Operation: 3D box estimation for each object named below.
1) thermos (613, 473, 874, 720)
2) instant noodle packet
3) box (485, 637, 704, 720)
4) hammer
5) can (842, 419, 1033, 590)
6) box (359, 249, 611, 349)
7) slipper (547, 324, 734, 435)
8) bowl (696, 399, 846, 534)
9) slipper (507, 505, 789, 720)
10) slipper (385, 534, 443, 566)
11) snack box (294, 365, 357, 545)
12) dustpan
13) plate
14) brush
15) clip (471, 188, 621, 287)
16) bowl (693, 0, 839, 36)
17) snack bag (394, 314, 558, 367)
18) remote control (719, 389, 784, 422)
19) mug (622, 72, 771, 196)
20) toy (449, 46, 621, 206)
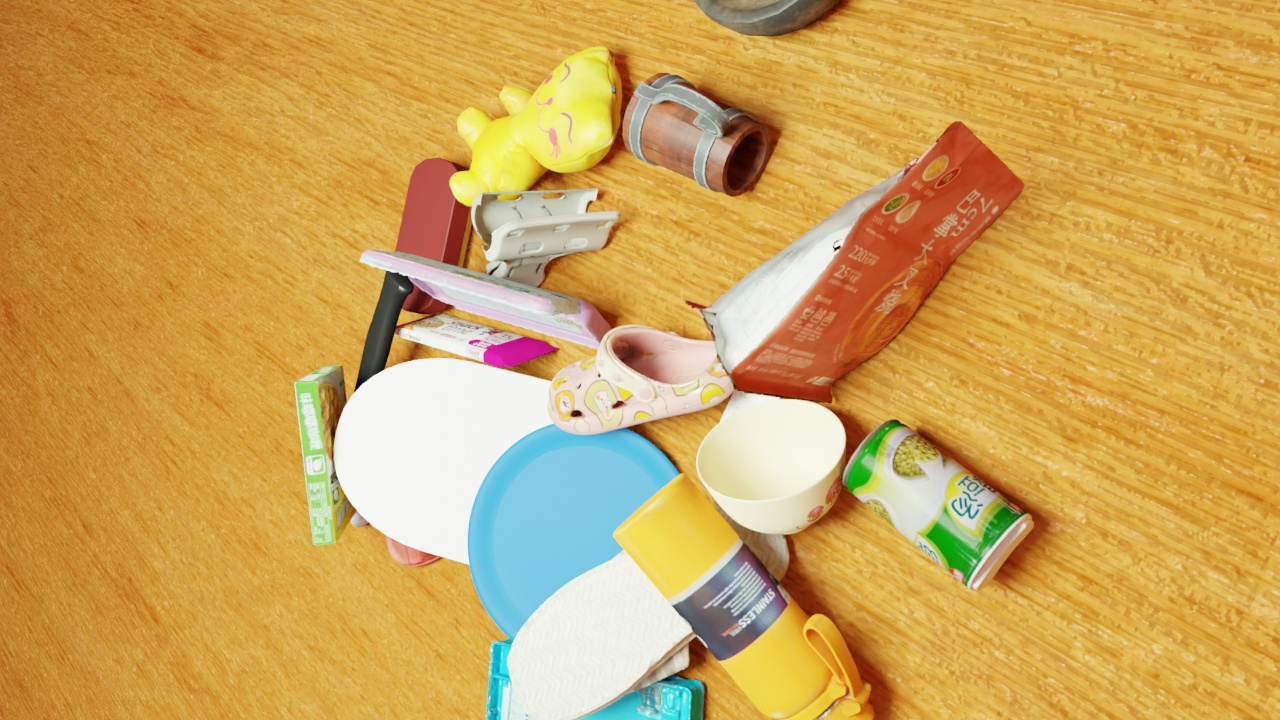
[{"bbox_3d":[0.083,0.197,0.702,0.232,0.076,0.092,50,159,5],"label":"thermos"},{"bbox_3d":[0.167,-0.067,0.660,0.221,0.164,0.084,-41,61,26],"label":"instant noodle packet"},{"bbox_3d":[-0.060,0.349,0.830,0.228,0.086,0.168,1,52,32],"label":"box"},{"bbox_3d":[-0.309,0.035,1.030,0.127,0.029,0.324,45,127,29],"label":"hammer"},{"bbox_3d":[0.214,0.103,0.667,0.121,0.067,0.067,40,108,32],"label":"can"},{"bbox_3d":[-0.144,-0.063,0.873,0.214,0.151,0.040,16,88,23],"label":"box"},{"bbox_3d":[-0.005,0.005,0.815,0.198,0.093,0.081,-11,122,30],"label":"slipper"},{"bbox_3d":[0.111,0.097,0.733,0.118,0.117,0.074,6,131,36],"label":"bowl"},{"bbox_3d":[0.007,0.215,0.792,0.273,0.054,0.114,-36,73,7],"label":"slipper"},{"bbox_3d":[-0.202,0.137,0.975,0.249,0.059,0.103,-39,65,25],"label":"slipper"},{"bbox_3d":[-0.330,0.095,0.973,0.027,0.132,0.168,-5,97,-7],"label":"snack box"},{"bbox_3d":[-0.180,0.099,0.932,0.258,0.053,0.191,13,85,11],"label":"dustpan"},{"bbox_3d":[-0.053,0.168,0.855,0.224,0.024,0.224,-2,82,14],"label":"plate"},{"bbox_3d":[-0.229,-0.137,1.031,0.082,0.041,0.173,15,94,36],"label":"brush"},{"bbox_3d":[-0.106,-0.130,0.900,0.152,0.126,0.105,-19,81,58],"label":"clip"},{"bbox_3d":[0.120,-0.353,0.780,0.163,0.070,0.162,-4,83,36],"label":"bowl"},{"bbox_3d":[-0.181,-0.024,0.970,0.197,0.070,0.016,15,114,37],"label":"snack bag"},{"bbox_3d":[0.093,0.050,0.795,0.043,0.013,0.136,30,103,34],"label":"remote control"},{"bbox_3d":[0.044,-0.203,0.796,0.111,0.117,0.081,34,87,30],"label":"mug"},{"bbox_3d":[-0.097,-0.218,0.918,0.194,0.087,0.134,-21,56,29],"label":"toy"}]
